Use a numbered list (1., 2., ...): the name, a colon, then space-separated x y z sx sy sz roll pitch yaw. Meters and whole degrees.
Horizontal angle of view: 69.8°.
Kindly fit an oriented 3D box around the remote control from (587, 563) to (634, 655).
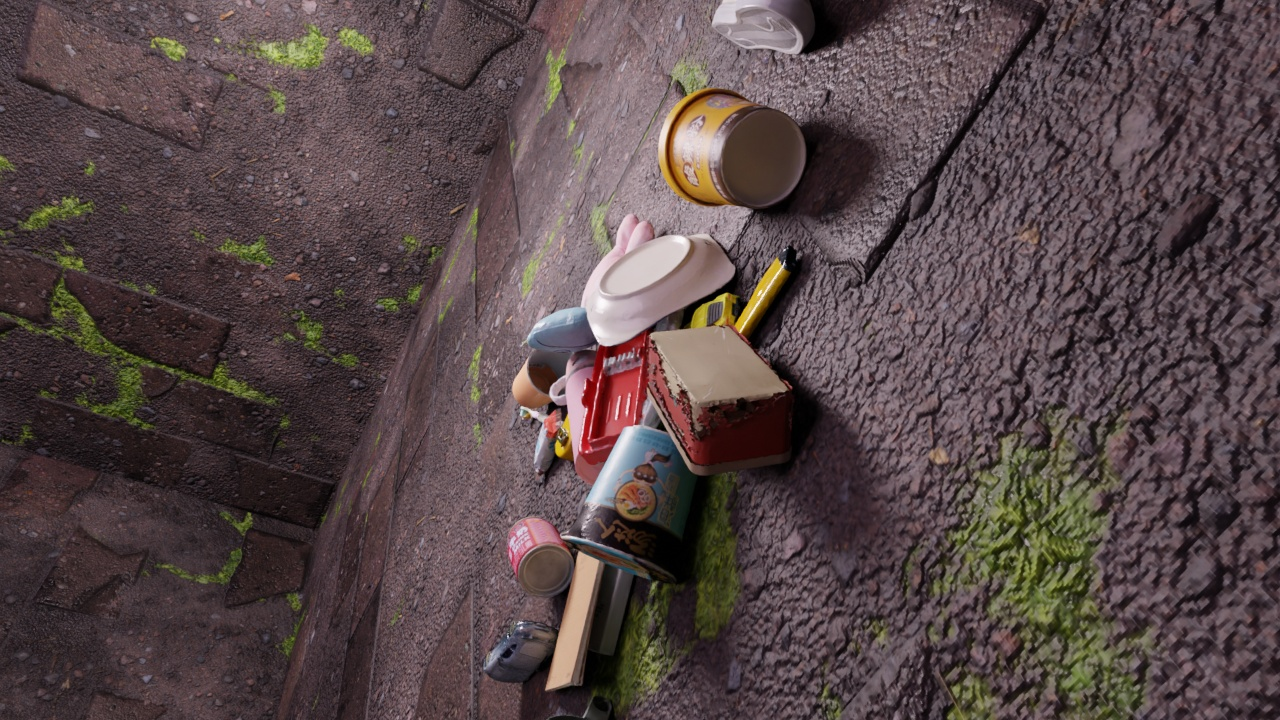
1. remote control: -0.026 0.222 0.912 0.056 0.019 0.135 -19 53 64

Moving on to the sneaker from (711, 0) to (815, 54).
1. sneaker: 0.146 -0.393 0.993 0.091 0.089 0.242 -60 16 11

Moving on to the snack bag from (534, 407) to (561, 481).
1. snack bag: -0.125 0.113 1.234 0.048 0.026 0.104 -91 16 -54

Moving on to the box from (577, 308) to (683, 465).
1. box: 0.001 0.010 0.969 0.160 0.065 0.200 -41 22 29

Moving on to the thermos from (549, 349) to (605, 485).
1. thermos: -0.061 0.063 1.066 0.087 0.067 0.198 -27 33 6

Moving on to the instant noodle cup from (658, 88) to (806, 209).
1. instant noodle cup: 0.093 -0.203 0.900 0.118 0.118 0.114 -66 29 8

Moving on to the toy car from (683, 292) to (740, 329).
1. toy car: 0.063 -0.030 0.915 0.105 0.032 0.048 -43 33 52

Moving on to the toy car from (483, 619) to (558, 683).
1. toy car: -0.135 0.330 1.028 0.121 0.054 0.036 -52 24 38

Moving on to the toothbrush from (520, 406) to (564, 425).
1. toothbrush: -0.140 0.086 1.323 0.020 0.029 0.190 -32 14 -19

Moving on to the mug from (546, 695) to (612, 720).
1. mug: -0.066 0.370 0.808 0.103 0.084 0.123 -64 -5 15

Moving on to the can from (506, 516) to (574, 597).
1. can: -0.118 0.226 1.068 0.066 0.066 0.094 -67 21 5

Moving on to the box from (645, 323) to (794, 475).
1. box: 0.059 0.019 0.765 0.168 0.091 0.078 -121 26 -65

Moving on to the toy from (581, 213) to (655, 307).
1. toy: -0.027 -0.108 1.176 0.159 0.054 0.121 -65 28 12

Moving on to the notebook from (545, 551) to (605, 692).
1. notebook: -0.057 0.231 0.947 0.150 0.012 0.211 125 160 -63

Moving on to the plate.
1. plate: 0.010 -0.089 0.980 0.163 0.034 0.164 -30 28 2

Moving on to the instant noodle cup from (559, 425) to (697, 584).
1. instant noodle cup: -0.001 0.127 0.835 0.111 0.111 0.120 -19 47 64

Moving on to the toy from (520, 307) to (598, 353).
1. toy: -0.065 -0.041 1.091 0.162 0.156 0.049 140 120 -69

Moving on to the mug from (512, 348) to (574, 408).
1. mug: -0.140 0.028 1.304 0.123 0.078 0.078 147 140 -63

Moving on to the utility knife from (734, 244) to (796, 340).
1. utility knife: 0.103 -0.039 0.850 0.154 0.015 0.033 -59 17 26

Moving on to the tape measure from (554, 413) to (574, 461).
1. tape measure: -0.090 0.098 1.173 0.060 0.029 0.057 -67 22 7
